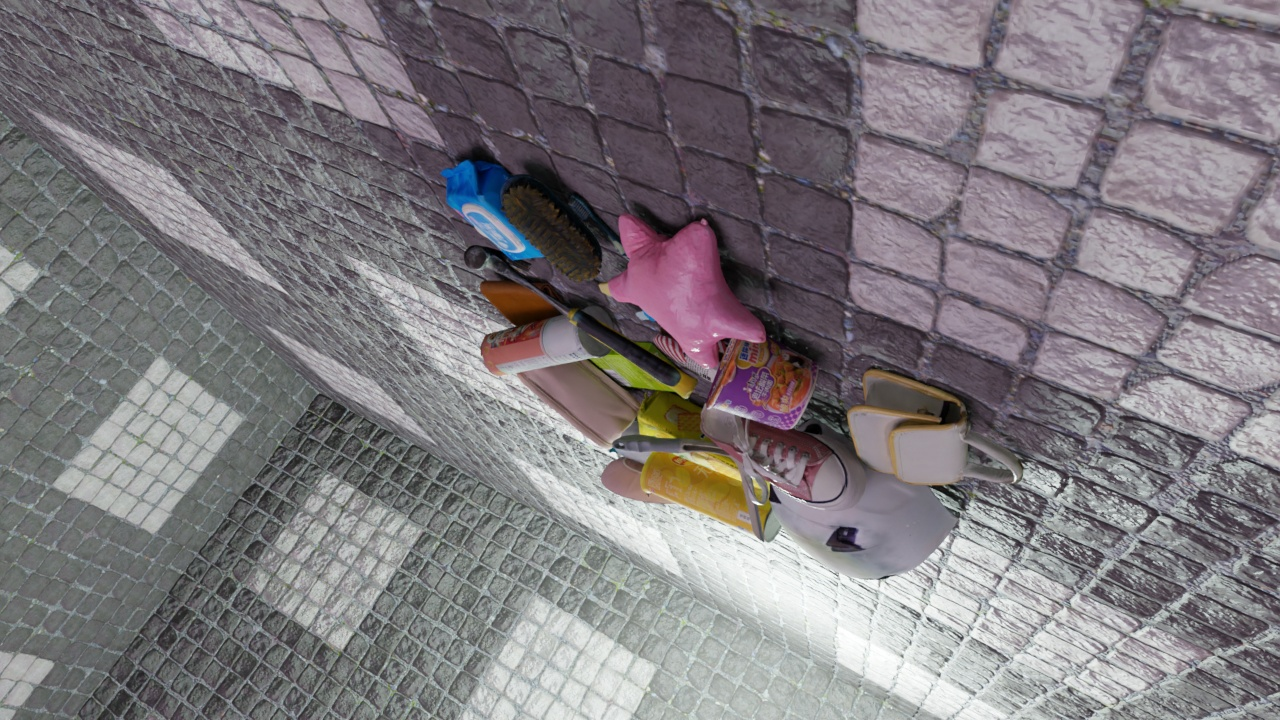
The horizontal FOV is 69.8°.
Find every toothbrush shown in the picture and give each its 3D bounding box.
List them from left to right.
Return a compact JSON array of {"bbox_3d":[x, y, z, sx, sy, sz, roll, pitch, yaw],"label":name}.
[{"bbox_3d":[-0.018,-0.119,1.041,0.191,0.018,0.016,44,159,-32],"label":"toothbrush"}]

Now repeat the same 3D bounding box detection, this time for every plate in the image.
[{"bbox_3d":[0.027,0.200,1.614,0.192,0.039,0.192,5,-167,-1],"label":"plate"}]

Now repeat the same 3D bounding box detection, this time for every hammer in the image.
[{"bbox_3d":[-0.069,-0.051,1.157,0.323,0.032,0.126,33,-171,4],"label":"hammer"}]

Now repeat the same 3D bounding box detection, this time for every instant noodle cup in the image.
[{"bbox_3d":[0.138,0.023,1.028,0.099,0.111,0.112,25,162,-1],"label":"instant noodle cup"}]

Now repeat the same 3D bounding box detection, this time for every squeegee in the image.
[{"bbox_3d":[0.062,0.126,1.312,0.247,0.039,0.246,2,111,40],"label":"squeegee"}]

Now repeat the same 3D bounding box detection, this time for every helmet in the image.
[{"bbox_3d":[0.267,0.198,1.193,0.259,0.145,0.229,10,151,49],"label":"helmet"}]

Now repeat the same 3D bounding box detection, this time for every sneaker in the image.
[{"bbox_3d":[0.155,0.111,1.111,0.241,0.118,0.087,29,-161,39],"label":"sneaker"}]

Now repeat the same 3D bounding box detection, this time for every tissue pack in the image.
[{"bbox_3d":[-0.166,-0.174,1.081,0.157,0.052,0.095,43,158,-30],"label":"tissue pack"}]

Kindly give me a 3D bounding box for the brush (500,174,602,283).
[{"bbox_3d":[-0.098,-0.151,1.021,0.144,0.055,0.073,44,-163,-26],"label":"brush"}]

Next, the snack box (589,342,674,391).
[{"bbox_3d":[-0.008,0.008,1.331,0.086,0.026,0.157,42,159,-28],"label":"snack box"}]

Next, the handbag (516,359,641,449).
[{"bbox_3d":[-0.107,0.043,1.486,0.193,0.093,0.234,40,176,-10],"label":"handbag"}]

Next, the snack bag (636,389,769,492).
[{"bbox_3d":[0.105,0.133,1.404,0.246,0.068,0.158,27,160,14],"label":"snack bag"}]

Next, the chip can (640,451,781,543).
[{"bbox_3d":[0.105,0.196,1.350,0.214,0.072,0.072,19,158,29],"label":"chip can"}]

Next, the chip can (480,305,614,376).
[{"bbox_3d":[-0.136,-0.024,1.301,0.215,0.071,0.071,-11,136,43],"label":"chip can"}]

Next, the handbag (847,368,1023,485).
[{"bbox_3d":[0.318,0.091,0.986,0.179,0.063,0.163,18,158,27],"label":"handbag"}]

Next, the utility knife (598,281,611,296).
[{"bbox_3d":[0.009,-0.089,1.043,0.152,0.018,0.031,-10,136,39],"label":"utility knife"}]

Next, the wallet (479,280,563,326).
[{"bbox_3d":[-0.156,-0.074,1.340,0.131,0.035,0.119,6,153,39],"label":"wallet"}]

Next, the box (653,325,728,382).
[{"bbox_3d":[0.094,-0.004,1.129,0.164,0.064,0.074,28,-172,13],"label":"box"}]

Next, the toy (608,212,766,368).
[{"bbox_3d":[0.050,-0.075,0.946,0.194,0.074,0.179,39,146,14],"label":"toy"}]

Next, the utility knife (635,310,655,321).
[{"bbox_3d":[0.043,-0.062,1.063,0.034,0.018,0.166,30,159,-28],"label":"utility knife"}]

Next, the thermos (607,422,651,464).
[{"bbox_3d":[0.026,0.149,1.574,0.224,0.073,0.073,16,156,39],"label":"thermos"}]
